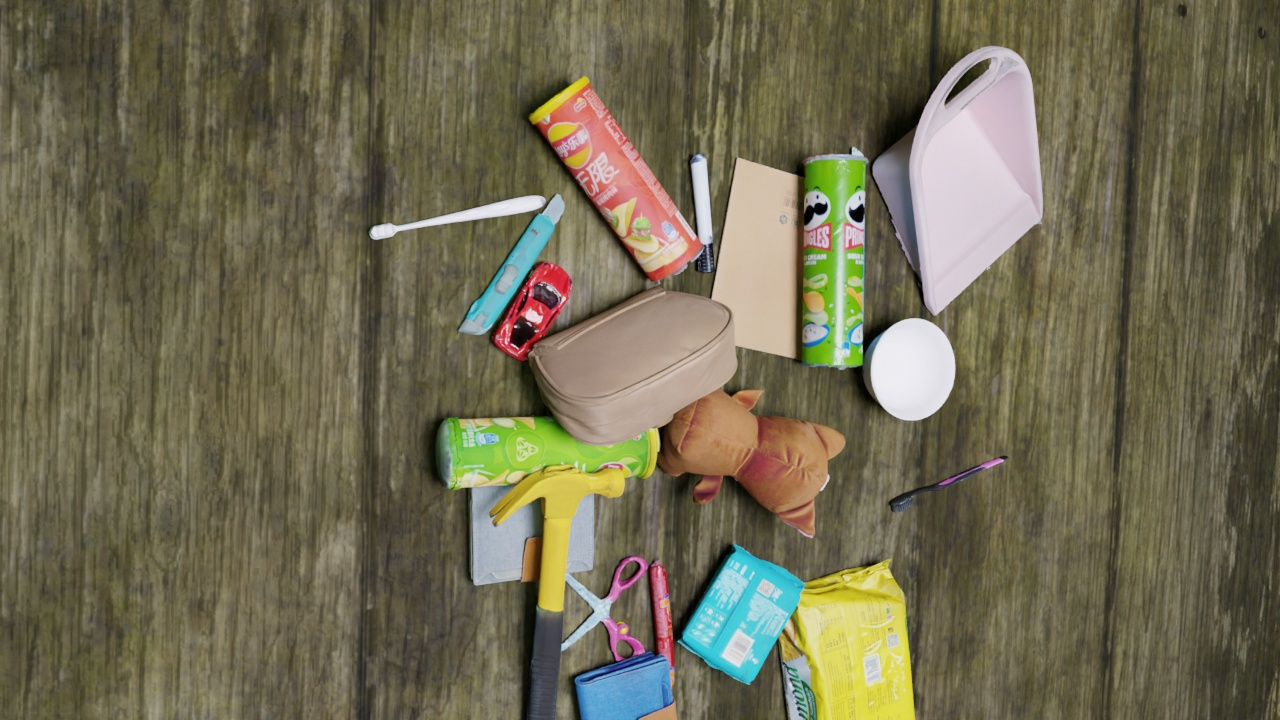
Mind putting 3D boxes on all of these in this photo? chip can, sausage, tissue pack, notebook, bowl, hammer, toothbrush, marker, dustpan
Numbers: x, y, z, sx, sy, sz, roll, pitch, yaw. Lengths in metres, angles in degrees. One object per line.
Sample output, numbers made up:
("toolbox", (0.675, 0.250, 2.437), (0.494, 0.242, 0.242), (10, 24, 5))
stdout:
("chip can", (-0.094, 0.090, 0.929), (0.221, 0.073, 0.072), (-1, 93, -21))
("chip can", (0.218, -0.109, 1.033), (0.072, 0.072, 0.236), (-1, 93, -22))
("sausage", (0.025, 0.295, 1.015), (0.020, 0.020, 0.156), (-7, 96, -21))
("tissue pack", (0.112, 0.279, 1.017), (0.093, 0.050, 0.133), (31, 82, 10))
("notebook", (0.155, -0.112, 1.051), (0.147, 0.008, 0.207), (11, 89, -22))
("bowl", (0.304, 0.009, 1.086), (0.118, 0.065, 0.118), (-1, 94, -21))
("hammer", (-0.092, 0.247, 0.923), (0.128, 0.033, 0.301), (0, 106, -20))
("toothbrush", (-0.179, -0.144, 0.913), (0.179, 0.016, 0.016), (-15, 100, -20))
("marker", (0.067, -0.161, 1.009), (0.022, 0.018, 0.131), (-7, 96, -12))
("chip can", (-0.021, -0.183, 0.944), (0.073, 0.073, 0.216), (-43, 107, -15))
("dustpan", (0.395, -0.214, 1.072), (0.222, 0.139, 0.273), (-42, 106, -15))
("toothbrush", (0.392, 0.154, 1.157), (0.189, 0.014, 0.018), (-17, 109, -20))

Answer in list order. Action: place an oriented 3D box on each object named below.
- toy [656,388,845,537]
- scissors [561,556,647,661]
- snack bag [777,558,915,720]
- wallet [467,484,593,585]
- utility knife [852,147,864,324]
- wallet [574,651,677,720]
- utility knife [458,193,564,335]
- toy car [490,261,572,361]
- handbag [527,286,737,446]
("toy", (0.116, 0.099, 0.992), (0.199, 0.130, 0.140), (20, 87, 0))
("scissors", (-0.035, 0.270, 0.993), (0.134, 0.017, 0.133), (-45, 104, -11))
("snack bag", (0.249, 0.367, 1.082), (0.157, 0.068, 0.246), (-10, 95, -21))
("wallet", (-0.111, 0.176, 0.946), (0.129, 0.037, 0.106), (-1, 92, -21))
("utility knife", (0.251, -0.142, 1.083), (0.034, 0.018, 0.218), (1, 91, -21))
("wallet", (-0.013, 0.390, 0.991), (0.106, 0.040, 0.133), (-10, 105, -19))
("utility knife", (-0.128, -0.097, 0.937), (0.029, 0.013, 0.176), (35, 80, -20))
("toy car", (-0.108, -0.052, 0.939), (0.049, 0.031, 0.106), (35, 78, -21))
("handbag", (-0.005, 0.005, 0.919), (0.204, 0.148, 0.100), (-27, 131, -26))
